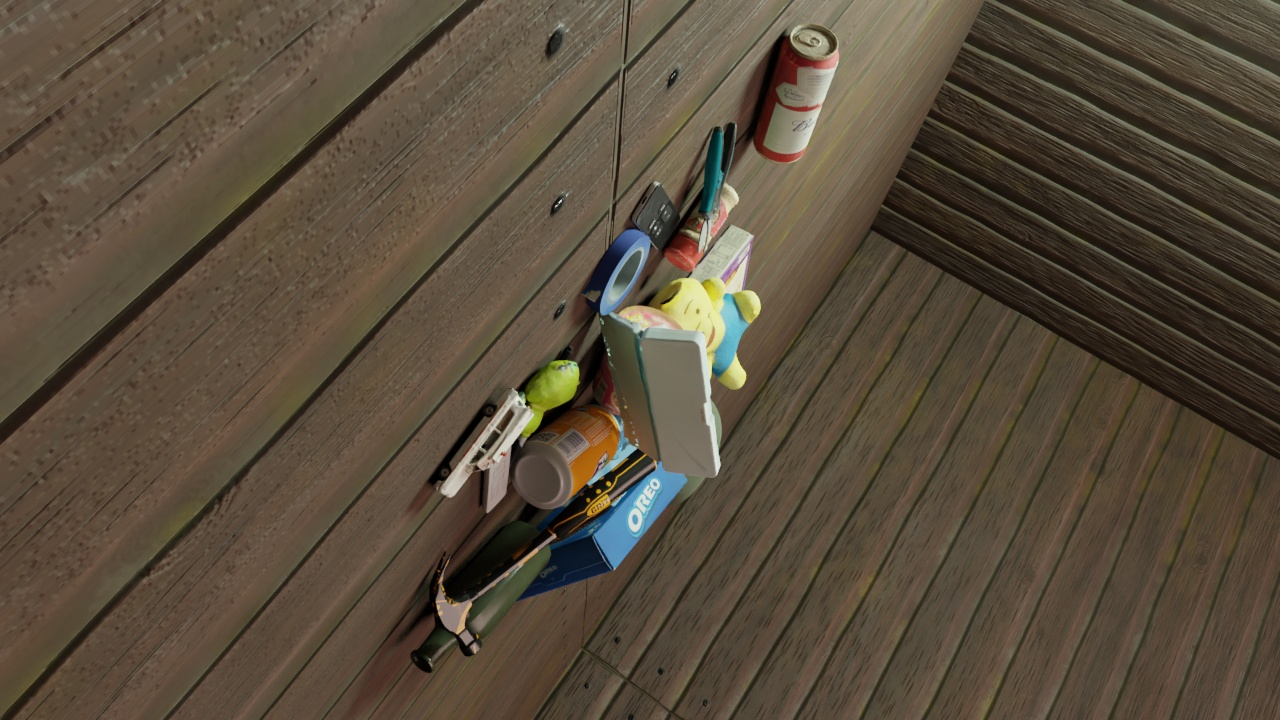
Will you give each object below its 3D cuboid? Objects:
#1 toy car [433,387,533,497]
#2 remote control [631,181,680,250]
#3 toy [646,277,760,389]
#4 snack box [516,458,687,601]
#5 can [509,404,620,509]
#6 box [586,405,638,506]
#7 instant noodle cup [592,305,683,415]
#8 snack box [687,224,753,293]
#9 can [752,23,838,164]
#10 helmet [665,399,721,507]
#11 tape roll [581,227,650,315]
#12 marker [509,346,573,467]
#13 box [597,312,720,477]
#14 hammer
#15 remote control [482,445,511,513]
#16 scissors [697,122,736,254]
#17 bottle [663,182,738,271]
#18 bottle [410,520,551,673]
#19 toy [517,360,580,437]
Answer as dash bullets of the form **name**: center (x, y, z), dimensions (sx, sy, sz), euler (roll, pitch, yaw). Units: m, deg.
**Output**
- **toy car**: center (-0.140, 0.079, 0.833), dimensions (0.113, 0.039, 0.039), euler (-55, 168, -12)
- **remote control**: center (0.018, -0.149, 0.963), dimensions (0.045, 0.008, 0.146), euler (-58, 168, 2)
- **toy**: center (0.069, -0.037, 1.196), dimensions (0.213, 0.084, 0.149), euler (-1, 107, -50)
- **snack box**: center (-0.065, 0.225, 1.259), dimensions (0.196, 0.056, 0.238), euler (-26, -171, 34)
- **can**: center (-0.082, 0.105, 1.041), dimensions (0.142, 0.079, 0.079), euler (-37, 156, -60)
- **box**: center (0.000, 0.092, 1.231), dimensions (0.094, 0.102, 0.230), euler (-12, -157, 39)
- **instant noodle cup**: center (-0.006, 0.006, 1.087), dimensions (0.097, 0.098, 0.109), euler (-45, 171, -46)
- **snack box**: center (0.107, -0.099, 1.340), dimensions (0.143, 0.040, 0.148), euler (-51, 160, -29)
- **can**: center (0.180, -0.307, 1.071), dimensions (0.067, 0.067, 0.170), euler (-51, 167, -28)
- **helmet**: center (0.038, 0.135, 1.427), dimensions (0.226, 0.154, 0.269), euler (-42, 160, -53)
- **tape roll**: center (-0.022, -0.090, 0.933), dimensions (0.091, 0.016, 0.093), euler (-57, 168, -2)
- **marker**: center (-0.107, 0.049, 0.962), dimensions (0.152, 0.011, 0.011), euler (-61, 168, 16)
- **box**: center (0.019, 0.040, 0.997), dimensions (0.049, 0.136, 0.197), euler (-45, 140, -37)
- **hammer**: center (-0.103, 0.196, 1.055), dimensions (0.319, 0.036, 0.123), euler (-36, 121, -29)
- **remote control**: center (-0.151, 0.118, 0.956), dimensions (0.033, 0.012, 0.131), euler (-47, 165, -33)
- **scissors**: center (0.082, -0.196, 1.017), dimensions (0.153, 0.019, 0.127), euler (71, 41, -62)
- **bottle**: center (0.072, -0.158, 1.079), dimensions (0.109, 0.044, 0.044), euler (-56, 168, -7)
- **bottle**: center (-0.189, 0.278, 1.075), dimensions (0.206, 0.071, 0.072), euler (-46, 164, -44)
- **toy**: center (-0.098, 0.037, 0.913), dimensions (0.094, 0.036, 0.094), euler (-56, 160, 13)
